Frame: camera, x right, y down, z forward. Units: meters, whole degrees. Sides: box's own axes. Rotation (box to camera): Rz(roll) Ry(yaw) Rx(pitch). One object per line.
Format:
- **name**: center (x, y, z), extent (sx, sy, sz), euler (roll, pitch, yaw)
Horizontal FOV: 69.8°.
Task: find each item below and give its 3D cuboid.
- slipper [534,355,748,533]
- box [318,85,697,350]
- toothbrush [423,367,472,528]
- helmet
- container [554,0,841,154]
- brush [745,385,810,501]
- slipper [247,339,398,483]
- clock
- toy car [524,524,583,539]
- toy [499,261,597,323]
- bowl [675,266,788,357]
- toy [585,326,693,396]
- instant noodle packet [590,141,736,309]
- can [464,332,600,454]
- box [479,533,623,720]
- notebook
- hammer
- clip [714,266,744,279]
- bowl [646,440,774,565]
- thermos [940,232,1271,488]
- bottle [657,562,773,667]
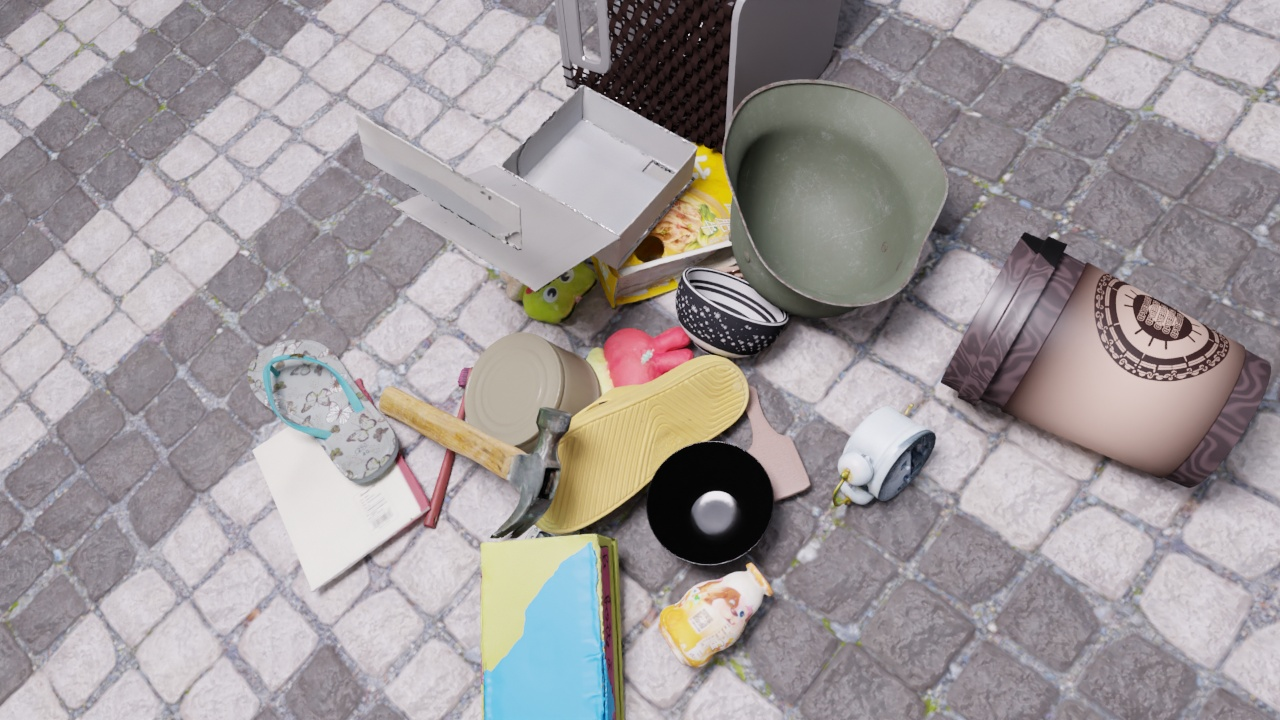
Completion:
- **slipper**: center (-0.012, 0.073, 0.935), extent (0.263, 0.099, 0.078), euler (-29, 21, -16)
- **box**: center (-0.109, -0.141, 0.925), extent (0.166, 0.109, 0.417), euler (31, 49, 13)
- **toothbrush**: center (-0.213, 0.093, 1.023), extent (0.016, 0.016, 0.189), euler (2, 65, 19)
- **helmet**: center (0.183, -0.141, 0.959), extent (0.227, 0.154, 0.267), euler (3, 57, -7)
- **container**: center (0.073, -0.422, 1.065), extent (0.244, 0.248, 0.245), euler (34, 64, 22)
- **brush**: center (0.130, 0.083, 0.948), extent (0.050, 0.015, 0.135), euler (-21, 55, 4)
- **slipper**: center (-0.370, 0.039, 1.054), extent (0.269, 0.055, 0.098), euler (32, 70, 31)
- **clock**: center (0.227, 0.097, 0.876), extent (0.117, 0.083, 0.057), euler (-41, 57, -12)
- **toy car**: center (-0.102, 0.195, 0.937), extent (0.048, 0.033, 0.105), euler (25, 71, 25)
- **toy**: center (-0.113, -0.094, 1.076), extent (0.118, 0.043, 0.092), euler (31, 76, 27)
- **bowl**: center (0.088, -0.042, 0.974), extent (0.120, 0.120, 0.066), euler (36, 117, 26)
- **toy**: center (-0.006, 0.006, 0.998), extent (0.135, 0.045, 0.091), euler (-25, 62, 7)
- **instant noodle packet**: center (0.044, -0.173, 1.067), extent (0.221, 0.084, 0.163), euler (-18, 62, -8)
- **can**: center (-0.115, 0.040, 0.972), extent (0.128, 0.073, 0.127), euler (-11, 68, 28)
- **box**: center (-0.081, 0.276, 0.849), extent (0.124, 0.079, 0.220), euler (-8, 75, 11)
- **notebook**: center (-0.339, 0.133, 1.028), extent (0.153, 0.012, 0.208), euler (-35, 57, -5)
- **hammer**: center (-0.187, 0.079, 0.939), extent (0.331, 0.033, 0.132), euler (17, 96, 48)
- **clip**: center (0.090, -0.083, 1.032), extent (0.061, 0.025, 0.045), euler (-12, 62, 3)
- **bowl**: center (0.071, 0.147, 0.906), extent (0.124, 0.052, 0.123), euler (-5, 64, 11)
- **thermos**: center (0.417, 0.004, 0.835), extent (0.226, 0.173, 0.172), euler (30, 74, 18)
- **bottle**: center (0.071, 0.235, 0.856), extent (0.109, 0.063, 0.063), euler (-34, 61, -5)
